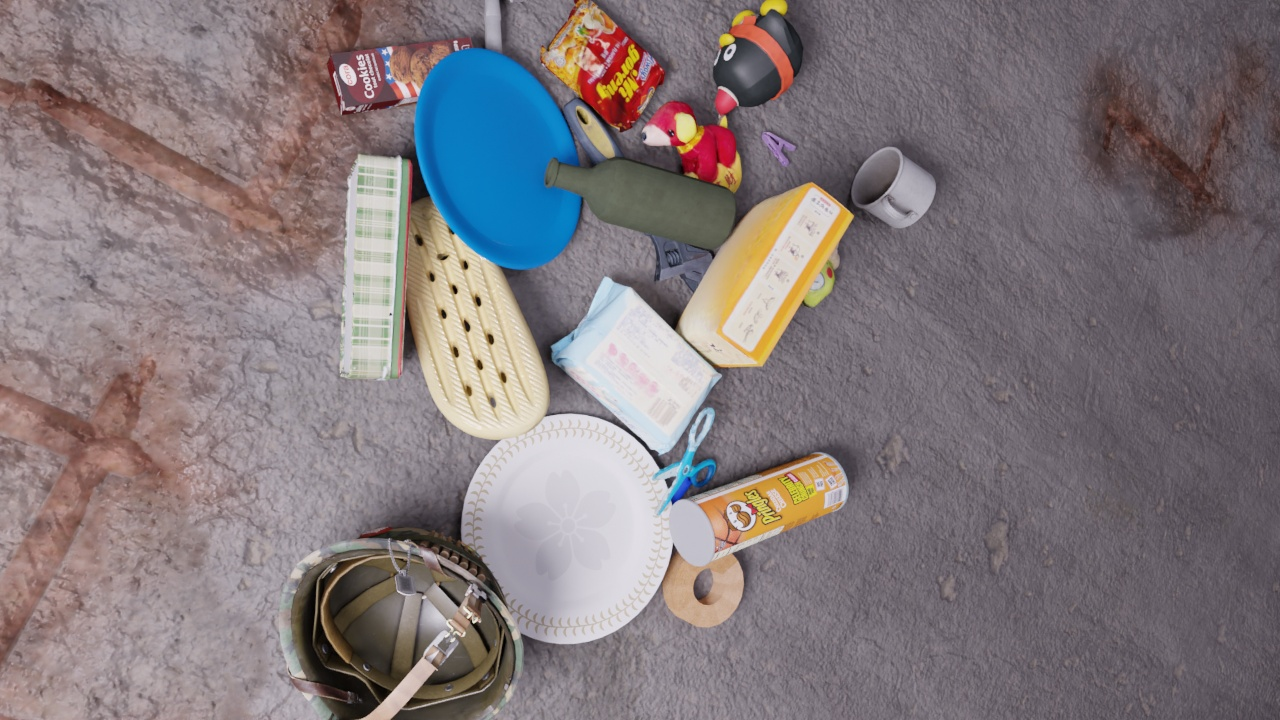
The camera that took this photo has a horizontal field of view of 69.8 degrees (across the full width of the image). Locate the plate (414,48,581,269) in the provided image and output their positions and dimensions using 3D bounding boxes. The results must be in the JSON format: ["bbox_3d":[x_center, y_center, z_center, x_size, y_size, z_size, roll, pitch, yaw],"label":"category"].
[{"bbox_3d":[-0.144,-0.201,0.933,0.224,0.024,0.224,14,72,-50],"label":"plate"}]

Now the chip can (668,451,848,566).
[{"bbox_3d":[0.139,0.167,1.055,0.214,0.075,0.075,-13,95,-35],"label":"chip can"}]

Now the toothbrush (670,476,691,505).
[{"bbox_3d":[0.004,0.191,1.043,0.182,0.018,0.016,-47,110,-22],"label":"toothbrush"}]

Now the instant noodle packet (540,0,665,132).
[{"bbox_3d":[-0.040,-0.327,1.012,0.135,0.040,0.098,39,67,-20],"label":"instant noodle packet"}]

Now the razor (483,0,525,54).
[{"bbox_3d":[-0.153,-0.339,0.957,0.088,0.047,0.116,-5,99,-26],"label":"razor"}]

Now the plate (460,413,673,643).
[{"bbox_3d":[-0.075,0.179,0.989,0.242,0.016,0.242,4,79,-24],"label":"plate"}]

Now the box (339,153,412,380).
[{"bbox_3d":[-0.251,-0.084,0.864,0.050,0.118,0.205,3,86,-22],"label":"box"}]

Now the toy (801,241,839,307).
[{"bbox_3d":[0.207,-0.126,1.128,0.092,0.046,0.115,38,66,-15],"label":"toy"}]

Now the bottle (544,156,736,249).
[{"bbox_3d":[-0.001,-0.176,0.986,0.206,0.071,0.071,11,84,-22],"label":"bottle"}]

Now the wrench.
[{"bbox_3d":[0.001,-0.177,1.038,0.073,0.022,0.273,-42,107,-19],"label":"wrench"}]

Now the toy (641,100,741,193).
[{"bbox_3d":[0.069,-0.242,1.053,0.137,0.067,0.105,44,69,-27],"label":"toy"}]

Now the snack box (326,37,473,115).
[{"bbox_3d":[-0.234,-0.285,0.918,0.140,0.032,0.051,-17,97,-25],"label":"snack box"}]

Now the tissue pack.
[{"bbox_3d":[-0.006,0.006,1.009,0.182,0.070,0.112,43,72,-18],"label":"tissue pack"}]

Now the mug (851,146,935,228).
[{"bbox_3d":[0.321,-0.207,1.152,0.070,0.085,0.113,25,40,-26],"label":"mug"}]

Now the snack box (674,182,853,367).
[{"bbox_3d":[0.124,-0.093,1.009,0.080,0.145,0.195,35,80,-13],"label":"snack box"}]

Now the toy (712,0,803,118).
[{"bbox_3d":[0.130,-0.343,1.064,0.119,0.098,0.099,-49,113,-16],"label":"toy"}]

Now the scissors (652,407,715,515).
[{"bbox_3d":[0.055,0.121,1.035,0.133,0.012,0.134,-59,148,-17],"label":"scissors"}]

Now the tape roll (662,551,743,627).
[{"bbox_3d":[0.073,0.260,1.067,0.093,0.027,0.094,0,89,-26],"label":"tape roll"}]

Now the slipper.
[{"bbox_3d":[-0.176,-0.039,0.924,0.111,0.079,0.261,-20,81,-12],"label":"slipper"}]

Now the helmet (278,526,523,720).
[{"bbox_3d":[-0.211,0.247,0.812,0.193,0.236,0.224,-45,120,5],"label":"helmet"}]

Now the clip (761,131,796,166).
[{"bbox_3d":[0.170,-0.258,1.128,0.050,0.014,0.046,1,92,-29],"label":"clip"}]
